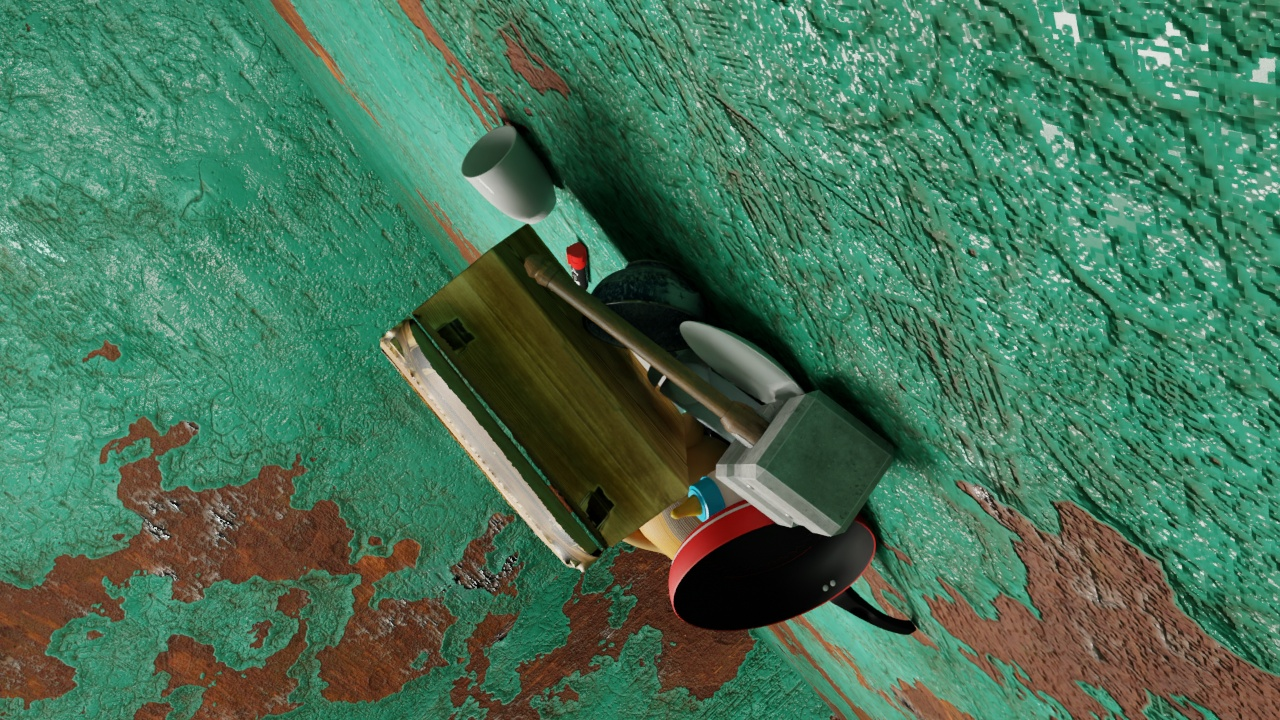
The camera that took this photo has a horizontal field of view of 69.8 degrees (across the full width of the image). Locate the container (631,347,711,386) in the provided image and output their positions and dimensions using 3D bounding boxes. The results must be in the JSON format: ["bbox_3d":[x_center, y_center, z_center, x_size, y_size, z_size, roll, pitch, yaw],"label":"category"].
[{"bbox_3d":[0.024,-0.009,1.008,0.129,0.049,0.081,40,167,44],"label":"container"}]

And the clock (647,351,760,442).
[{"bbox_3d":[0.068,0.039,0.895,0.159,0.045,0.122,35,178,-25],"label":"clock"}]

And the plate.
[{"bbox_3d":[0.093,0.004,0.792,0.134,0.011,0.135,34,169,7],"label":"plate"}]

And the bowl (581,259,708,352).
[{"bbox_3d":[0.007,-0.055,0.832,0.114,0.060,0.114,6,159,2],"label":"bowl"}]

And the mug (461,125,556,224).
[{"bbox_3d":[-0.134,-0.201,0.973,0.089,0.071,0.107,46,-157,-41],"label":"mug"}]

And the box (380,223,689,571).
[{"bbox_3d":[-0.115,0.048,0.884,0.279,0.215,0.257,53,-173,-10],"label":"box"}]

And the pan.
[{"bbox_3d":[0.181,0.229,0.958,0.355,0.209,0.067,26,-147,-39],"label":"pan"}]

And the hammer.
[{"bbox_3d":[0.034,0.013,0.748,0.317,0.083,0.163,37,171,-1],"label":"hammer"}]

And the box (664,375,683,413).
[{"bbox_3d":[-0.005,0.004,1.202,0.202,0.088,0.095,59,-159,-44],"label":"box"}]

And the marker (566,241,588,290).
[{"bbox_3d":[-0.078,-0.114,1.148,0.145,0.023,0.021,98,168,-78],"label":"marker"}]

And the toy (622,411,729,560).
[{"bbox_3d":[0.083,0.171,1.030,0.203,0.199,0.162,45,-165,-18],"label":"toy"}]

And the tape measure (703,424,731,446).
[{"bbox_3d":[0.099,0.089,1.079,0.071,0.042,0.072,51,171,-24],"label":"tape measure"}]

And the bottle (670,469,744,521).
[{"bbox_3d":[0.094,0.128,0.922,0.051,0.146,0.051,51,152,41],"label":"bottle"}]
